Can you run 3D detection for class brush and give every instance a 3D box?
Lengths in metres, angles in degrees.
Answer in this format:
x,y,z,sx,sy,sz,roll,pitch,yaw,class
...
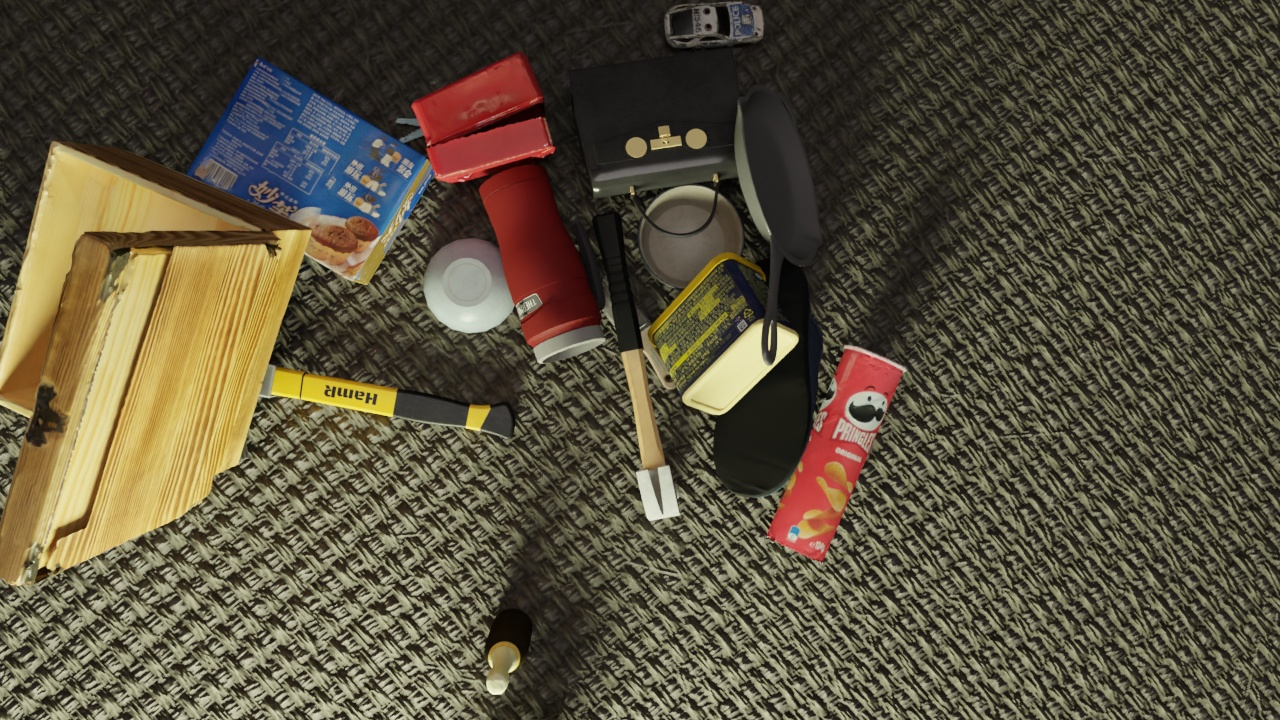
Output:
x,y,z,sx,sy,sz,roll,pitch,yaw,class
-0.003,-0.032,1.029,0.039,0.012,0.151,-36,93,-2,brush

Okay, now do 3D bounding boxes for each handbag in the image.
x,y,z,sx,sy,sz,roll,pitch,yaw,class
0.026,-0.216,0.970,0.175,0.072,0.195,-9,70,-3,handbag

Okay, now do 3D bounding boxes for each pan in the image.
x,y,z,sx,sy,sz,roll,pitch,yaw,class
0.133,-0.140,0.932,0.024,0.216,0.353,-13,50,29,pan

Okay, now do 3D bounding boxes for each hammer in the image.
x,y,z,sx,sy,sz,roll,pitch,yaw,class
-0.006,0.006,0.978,0.039,0.131,0.328,-11,86,2,hammer
-0.299,0.045,1.005,0.324,0.034,0.170,10,90,-4,hammer

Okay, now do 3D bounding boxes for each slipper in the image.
x,y,z,sx,sy,sz,roll,pitch,yaw,class
0.150,0.023,0.999,0.109,0.083,0.265,-5,68,32,slipper

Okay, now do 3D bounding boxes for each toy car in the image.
x,y,z,sx,sy,sz,roll,pitch,yaw,class
0.083,-0.375,1.021,0.113,0.040,0.048,-6,91,-4,toy car

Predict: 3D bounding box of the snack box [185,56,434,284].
x,y,z,sx,sy,sz,roll,pitch,yaw,class
-0.349,-0.198,0.981,0.202,0.069,0.155,30,88,-2,snack box

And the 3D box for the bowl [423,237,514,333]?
x,y,z,sx,sy,sz,roll,pitch,yaw,class
-0.187,-0.084,1.005,0.106,0.039,0.106,0,90,-3,bowl

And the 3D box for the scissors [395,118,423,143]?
x,y,z,sx,sy,sz,roll,pitch,yaw,class
-0.205,-0.277,1.017,0.142,0.015,0.095,4,90,-9,scissors

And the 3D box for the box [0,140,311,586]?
x,y,z,sx,sy,sz,roll,pitch,yaw,class
-0.477,-0.018,0.806,0.286,0.336,0.279,22,100,2,box

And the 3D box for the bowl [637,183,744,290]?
x,y,z,sx,sy,sz,roll,pitch,yaw,class
0.053,-0.131,1.008,0.115,0.059,0.115,0,90,-3,bowl

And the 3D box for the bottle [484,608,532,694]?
x,y,z,sx,sy,sz,roll,pitch,yaw,class
-0.138,0.298,0.933,0.045,0.184,0.045,0,89,-3,bottle

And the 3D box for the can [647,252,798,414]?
x,y,z,sx,sy,sz,roll,pitch,yaw,class
0.085,-0.025,0.958,0.075,0.104,0.135,20,123,-40,can

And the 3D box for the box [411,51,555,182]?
x,y,z,sx,sy,sz,roll,pitch,yaw,class
-0.157,-0.241,0.941,0.129,0.157,0.098,-21,101,-4,box

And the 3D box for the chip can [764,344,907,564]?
x,y,z,sx,sy,sz,roll,pitch,yaw,class
0.214,0.102,1.011,0.073,0.073,0.233,23,89,-3,chip can

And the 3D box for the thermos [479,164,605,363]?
x,y,z,sx,sy,sz,roll,pitch,yaw,class
-0.096,-0.104,0.988,0.107,0.084,0.198,-15,83,-38,thermos
